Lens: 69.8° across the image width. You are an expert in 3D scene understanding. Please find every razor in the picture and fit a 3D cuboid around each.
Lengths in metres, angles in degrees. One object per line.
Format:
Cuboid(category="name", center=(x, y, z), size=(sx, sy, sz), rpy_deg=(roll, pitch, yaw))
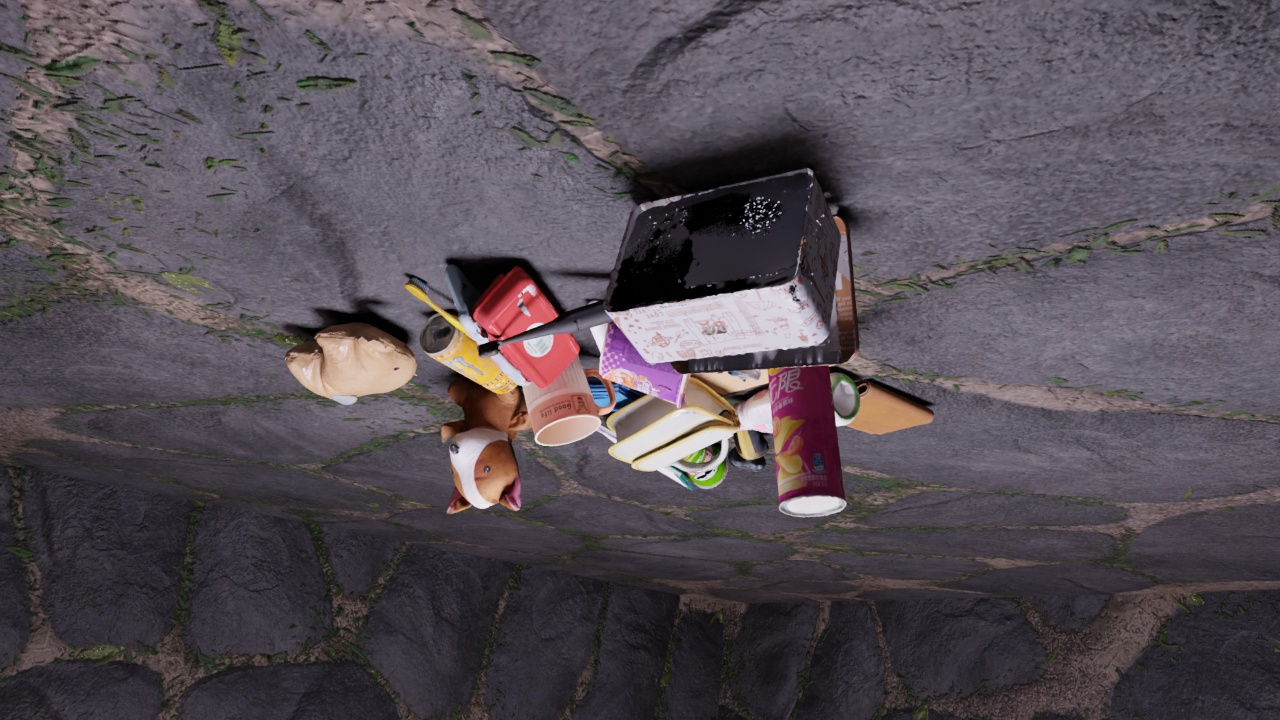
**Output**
Cuboid(category="razor", center=(0.158, 0.121, 1.400), size=(0.067, 0.062, 0.167), rpy_deg=(-26, 151, 0))

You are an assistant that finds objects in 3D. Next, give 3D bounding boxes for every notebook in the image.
Cuboid(category="notebook", center=(0.012, 0.158, 1.464), size=(0.150, 0.012, 0.209), rpy_deg=(30, 172, 14))
Cuboid(category="notebook", center=(0.123, 0.003, 1.155), size=(0.147, 0.008, 0.208), rpy_deg=(20, 155, -34))

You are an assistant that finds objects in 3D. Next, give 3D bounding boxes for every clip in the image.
Cuboid(category="clip", center=(0.127, 0.013, 1.133), size=(0.028, 0.024, 0.056), rpy_deg=(-5, 161, 37))

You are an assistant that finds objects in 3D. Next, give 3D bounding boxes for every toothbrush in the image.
Cuboid(category="toothbrush", center=(-0.206, -0.043, 1.075), size=(0.016, 0.018, 0.191), rpy_deg=(0, 152, 36))
Cuboid(category="toothbrush", center=(-0.068, -0.041, 0.954), size=(0.212, 0.027, 0.026), rpy_deg=(-18, 131, -1))
Cuboid(category="toothbrush", center=(-0.037, -0.016, 1.122), size=(0.027, 0.026, 0.221), rpy_deg=(27, 165, 17))

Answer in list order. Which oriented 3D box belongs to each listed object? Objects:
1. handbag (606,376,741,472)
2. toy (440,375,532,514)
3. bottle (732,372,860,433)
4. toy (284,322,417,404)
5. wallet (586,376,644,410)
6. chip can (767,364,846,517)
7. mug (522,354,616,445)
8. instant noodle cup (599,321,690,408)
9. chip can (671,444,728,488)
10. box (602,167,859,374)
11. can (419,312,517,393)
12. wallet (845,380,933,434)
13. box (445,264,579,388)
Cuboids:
Cuboid(category="handbag", center=(0.061, 0.111, 1.271), size=(0.164, 0.063, 0.178), rpy_deg=(-30, 133, 33))
Cuboid(category="toy", center=(-0.216, 0.115, 1.279), size=(0.140, 0.199, 0.130), rpy_deg=(-8, 159, 31))
Cuboid(category="bottle", center=(0.196, 0.063, 1.218), size=(0.068, 0.068, 0.197), rpy_deg=(20, 160, -33))
Cuboid(category="toy", center=(-0.351, -0.004, 1.168), size=(0.143, 0.082, 0.227), rpy_deg=(12, 158, -41))
Cuboid(category="wallet", center=(-0.071, 0.051, 1.299), size=(0.133, 0.040, 0.106), rpy_deg=(-3, 162, 21))
Cuboid(category="chip can", center=(0.175, 0.058, 0.988), size=(0.071, 0.210, 0.071), rpy_deg=(-1, 152, -1))
Cuboid(category="mug", center=(-0.090, 0.040, 1.159), size=(0.114, 0.105, 0.082), rpy_deg=(-9, 154, -21))
Cuboid(category="instant noodle cup", center=(0.011, -0.011, 1.021), size=(0.099, 0.111, 0.112), rpy_deg=(12, 160, 6))
Cuboid(category="chip can", center=(0.067, 0.138, 1.444), size=(0.072, 0.072, 0.236), rpy_deg=(-3, 157, 24))
Cuboid(category="box", center=(0.090, -0.057, 0.806), size=(0.182, 0.150, 0.168), rpy_deg=(-6, 140, 30))
Cuboid(category="can", center=(-0.208, -0.007, 1.147), size=(0.058, 0.058, 0.146), rpy_deg=(-5, 157, 27))
Cuboid(category="wallet", center=(0.308, 0.070, 1.245), size=(0.130, 0.035, 0.119), rpy_deg=(21, 155, -32))
Cuboid(category="box", center=(-0.153, -0.045, 1.036), size=(0.099, 0.095, 0.201), rpy_deg=(38, 171, 24))
